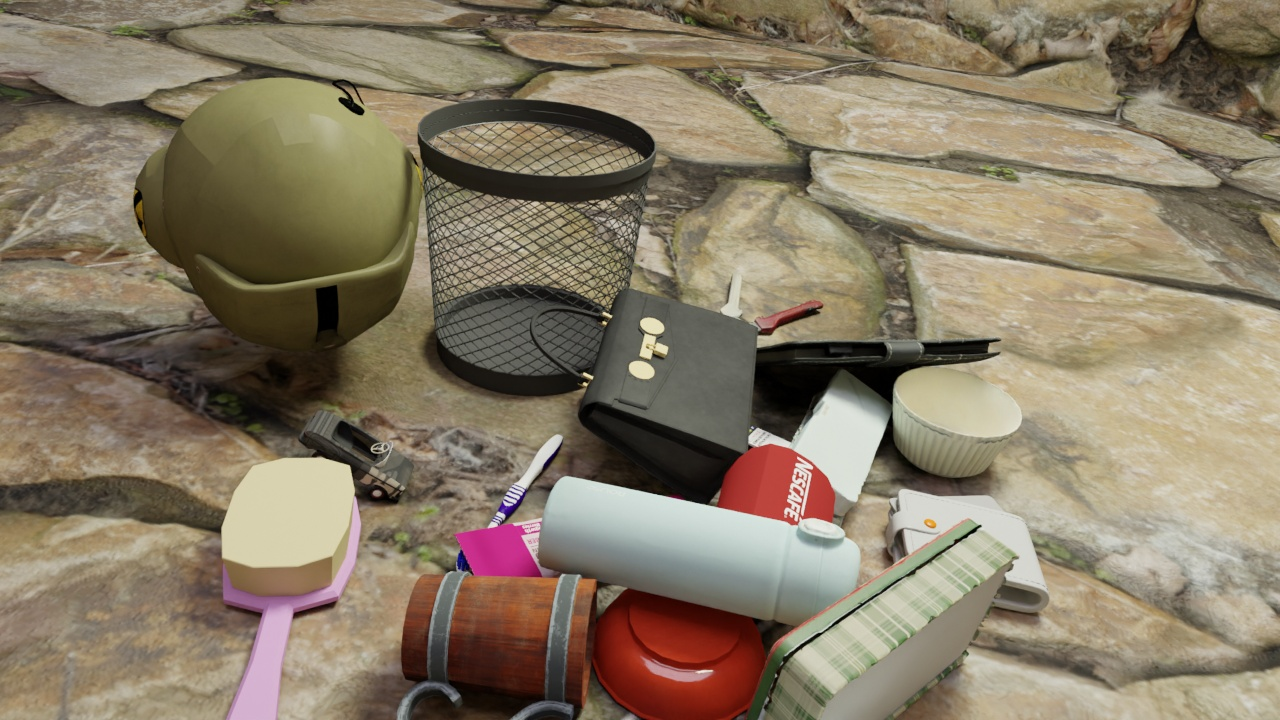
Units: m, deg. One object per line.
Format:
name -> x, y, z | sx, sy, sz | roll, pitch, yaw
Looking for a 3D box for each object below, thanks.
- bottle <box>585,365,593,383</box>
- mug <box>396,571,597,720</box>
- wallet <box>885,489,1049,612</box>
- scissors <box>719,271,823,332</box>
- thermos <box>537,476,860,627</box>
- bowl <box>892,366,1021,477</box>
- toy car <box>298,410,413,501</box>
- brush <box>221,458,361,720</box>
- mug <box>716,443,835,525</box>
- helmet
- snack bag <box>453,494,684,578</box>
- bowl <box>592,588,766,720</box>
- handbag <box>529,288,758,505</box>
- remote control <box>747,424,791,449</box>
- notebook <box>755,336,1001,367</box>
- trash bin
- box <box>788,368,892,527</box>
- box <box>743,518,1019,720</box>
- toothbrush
bottle -> -0.009, 0.008, 0.901 | 0.047, 0.047, 0.112 | 24, 35, 25
mug -> -0.089, 0.187, 0.570 | 0.111, 0.082, 0.117 | 5, 50, 3
wallet -> 0.259, 0.142, 0.744 | 0.118, 0.038, 0.115 | 13, 31, 2
scissors -> 0.128, -0.057, 1.066 | 0.198, 0.015, 0.179 | -7, 35, -21
thermos -> 0.039, 0.128, 0.613 | 0.207, 0.078, 0.065 | 10, 15, 12
bowl -> 0.287, 0.062, 0.856 | 0.115, 0.063, 0.115 | 5, 31, -3
toy car -> -0.224, 0.073, 0.731 | 0.092, 0.037, 0.040 | 35, 25, -18
brush -> -0.244, 0.150, 0.621 | 0.089, 0.043, 0.228 | 1, 31, -10
mug -> 0.111, 0.135, 0.692 | 0.116, 0.081, 0.096 | 38, 32, -6
helmet -> -0.311, -0.121, 0.829 | 0.249, 0.256, 0.233 | -14, 33, -25
snack bag -> -0.036, 0.137, 0.696 | 0.196, 0.016, 0.070 | -5, 35, -30
bowl -> 0.028, 0.187, 0.623 | 0.122, 0.035, 0.121 | 5, 31, -3
handbag -> -0.004, 0.005, 0.800 | 0.195, 0.072, 0.175 | 25, 38, -9
remote control -> 0.087, 0.066, 0.858 | 0.124, 0.012, 0.028 | 24, 35, 26
notebook -> 0.225, -0.006, 0.915 | 0.209, 0.029, 0.169 | -3, -2, -11
trash bin -> -0.105, -0.112, 0.901 | 0.218, 0.228, 0.217 | 5, 31, -3
box -> 0.177, 0.074, 0.822 | 0.083, 0.067, 0.198 | 13, 27, 18
box -> 0.152, 0.183, 0.580 | 0.205, 0.118, 0.050 | -21, 43, -36
toothbrush -> -0.101, 0.110, 0.743 | 0.015, 0.016, 0.186 | 20, 33, 10
